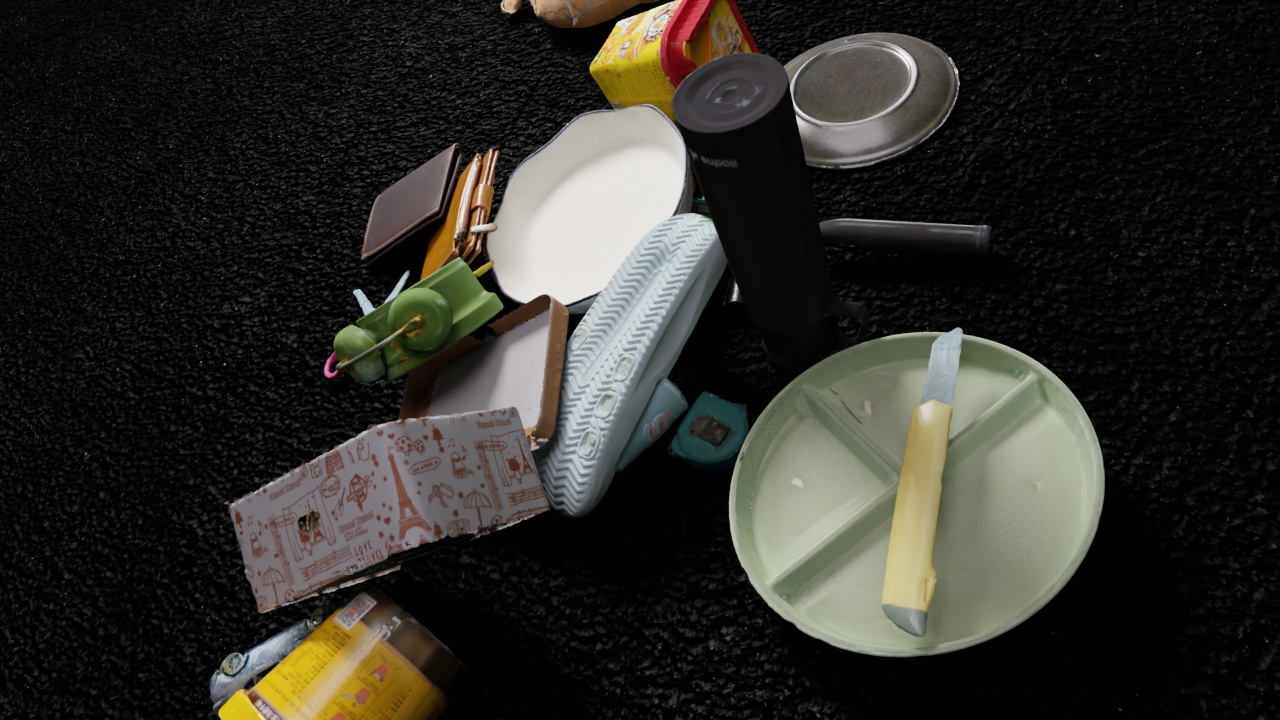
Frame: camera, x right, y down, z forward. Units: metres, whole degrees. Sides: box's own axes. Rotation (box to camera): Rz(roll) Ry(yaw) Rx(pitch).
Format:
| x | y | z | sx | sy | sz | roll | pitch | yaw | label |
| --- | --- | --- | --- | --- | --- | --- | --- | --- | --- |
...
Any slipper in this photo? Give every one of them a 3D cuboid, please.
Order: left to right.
| x | y | z | sx | sy | sz | roll | pitch | yaw | label |
| --- | --- | --- | --- | --- | --- | --- | --- | --- | --- |
| -0.004 | 0.004 | 0.690 | 0.104 | 0.074 | 0.245 | 26 | 85 | 49 | slipper |

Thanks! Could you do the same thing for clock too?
| x | y | z | sx | sy | sz | roll | pitch | yaw | label |
| --- | --- | --- | --- | --- | --- | --- | --- | --- | --- |
| -0.182 | -0.030 | 0.745 | 0.116 | 0.056 | 0.160 | -27 | 12 | 27 | clock |

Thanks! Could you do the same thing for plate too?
| x | y | z | sx | sy | sz | roll | pitch | yaw | label |
| --- | --- | --- | --- | --- | --- | --- | --- | --- | --- |
| -0.042 | -0.128 | 0.800 | 0.205 | 0.045 | 0.204 | -17 | 56 | 27 | plate |
| 0.192 | -0.244 | 0.827 | 0.180 | 0.024 | 0.179 | -11 | 52 | 15 | plate |
| 0.167 | 0.079 | 0.584 | 0.231 | 0.027 | 0.229 | -17 | 48 | 19 | plate |

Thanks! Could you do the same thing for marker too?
| x | y | z | sx | sy | sz | roll | pitch | yaw | label |
| --- | --- | --- | --- | --- | --- | --- | --- | --- | --- |
| 0.090 | -0.096 | 0.765 | 0.022 | 0.020 | 0.131 | -22 | 45 | 45 | marker |

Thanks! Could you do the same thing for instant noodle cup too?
| x | y | z | sx | sy | sz | roll | pitch | yaw | label |
| --- | --- | --- | --- | --- | --- | --- | --- | --- | --- |
| -0.183 | 0.217 | 0.588 | 0.118 | 0.118 | 0.114 | 23 | 59 | 33 | instant noodle cup |
| 0.030 | -0.280 | 0.871 | 0.124 | 0.116 | 0.116 | 5 | 57 | 39 | instant noodle cup |

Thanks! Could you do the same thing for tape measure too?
| x | y | z | sx | sy | sz | roll | pitch | yaw | label |
| --- | --- | --- | --- | --- | --- | --- | --- | --- | --- |
| 0.053 | 0.053 | 0.666 | 0.054 | 0.025 | 0.058 | 20 | 66 | 33 | tape measure |

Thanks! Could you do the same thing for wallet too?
| x | y | z | sx | sy | sz | roll | pitch | yaw | label |
| --- | --- | --- | --- | --- | --- | --- | --- | --- | --- |
| -0.227 | -0.154 | 0.907 | 0.123 | 0.020 | 0.096 | -23 | 48 | 35 | wallet |
| -0.168 | -0.126 | 0.849 | 0.119 | 0.035 | 0.130 | -36 | 39 | 41 | wallet |

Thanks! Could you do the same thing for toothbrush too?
| x | y | z | sx | sy | sz | roll | pitch | yaw | label |
| --- | --- | --- | --- | --- | --- | --- | --- | --- | --- |
| 0.162 | -0.100 | 0.722 | 0.213 | 0.026 | 0.027 | 8 | 52 | 22 | toothbrush |

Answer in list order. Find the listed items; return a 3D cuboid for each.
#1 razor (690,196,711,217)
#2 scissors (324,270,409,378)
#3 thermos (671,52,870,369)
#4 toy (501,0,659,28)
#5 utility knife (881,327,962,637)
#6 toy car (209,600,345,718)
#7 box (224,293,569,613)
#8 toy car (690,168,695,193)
| x | y | z | sx | sy | sz | roll | pitch | yaw | label |
| --- | --- | --- | --- | --- | --- | --- | --- | --- | --- |
| 0.089 | -0.180 | 0.818 | 0.043 | 0.028 | 0.132 | 14 | 66 | 37 | razor |
| -0.253 | -0.030 | 0.860 | 0.131 | 0.017 | 0.133 | -41 | 47 | -6 | scissors |
| 0.097 | -0.084 | 0.606 | 0.090 | 0.242 | 0.068 | 9 | 60 | 28 | thermos |
| -0.068 | -0.431 | 1.040 | 0.226 | 0.082 | 0.143 | -11 | 47 | 18 | toy |
| 0.174 | 0.065 | 0.558 | 0.031 | 0.021 | 0.207 | 1 | 62 | 30 | utility knife |
| -0.244 | 0.215 | 0.650 | 0.120 | 0.054 | 0.036 | -31 | 47 | -3 | toy car |
| -0.149 | 0.069 | 0.662 | 0.180 | 0.133 | 0.270 | -25 | 18 | 31 | box |
| 0.018 | -0.176 | 0.843 | 0.049 | 0.031 | 0.106 | -28 | 50 | 6 | toy car |
